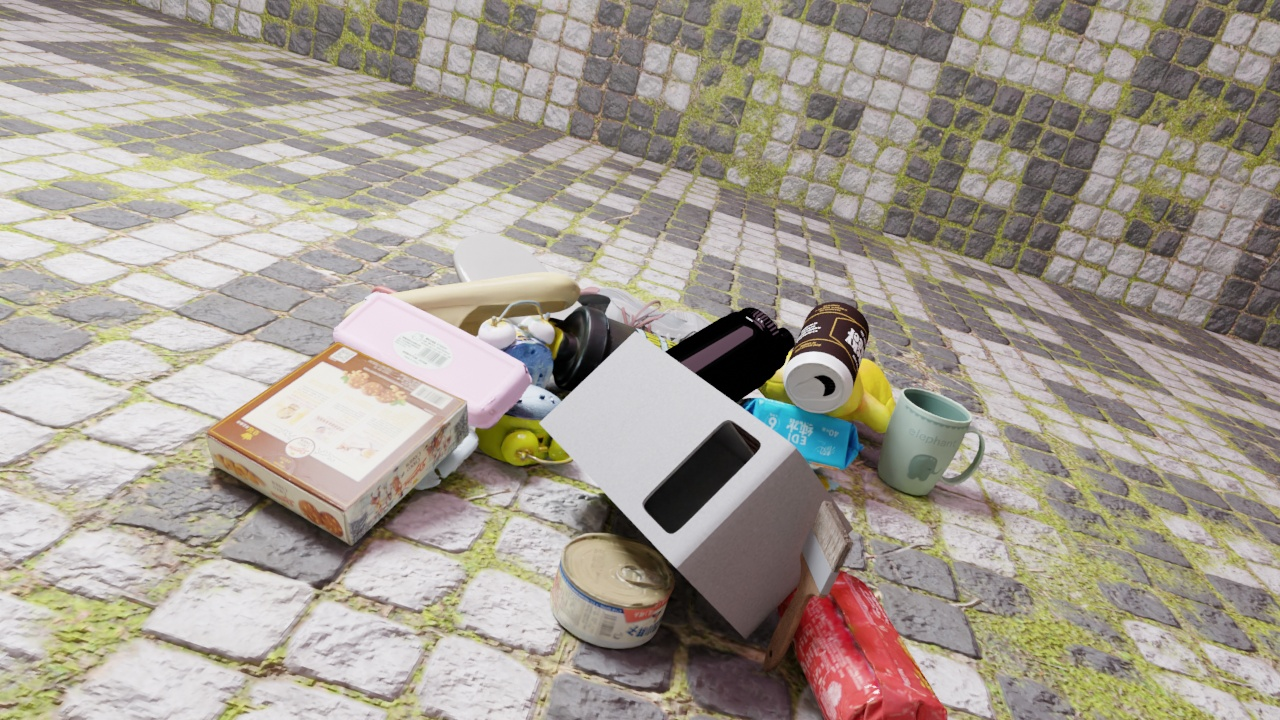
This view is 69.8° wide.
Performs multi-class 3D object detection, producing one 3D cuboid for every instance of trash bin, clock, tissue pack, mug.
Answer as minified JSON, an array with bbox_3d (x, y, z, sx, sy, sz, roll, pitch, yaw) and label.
[{"bbox_3d":[0.036,0.090,0.735,0.114,0.114,0.229,51,-8,-37],"label":"trash bin"},{"bbox_3d":[-0.108,0.063,0.863,0.083,0.057,0.119,-3,27,-44],"label":"clock"},{"bbox_3d":[0.156,0.080,0.990,0.144,0.061,0.093,16,-5,-8],"label":"tissue pack"},{"bbox_3d":[-0.131,-0.004,0.925,0.088,0.126,0.052,-5,36,-47],"label":"clock"},{"bbox_3d":[0.332,0.099,1.044,0.111,0.104,0.084,16,20,-1],"label":"mug"}]

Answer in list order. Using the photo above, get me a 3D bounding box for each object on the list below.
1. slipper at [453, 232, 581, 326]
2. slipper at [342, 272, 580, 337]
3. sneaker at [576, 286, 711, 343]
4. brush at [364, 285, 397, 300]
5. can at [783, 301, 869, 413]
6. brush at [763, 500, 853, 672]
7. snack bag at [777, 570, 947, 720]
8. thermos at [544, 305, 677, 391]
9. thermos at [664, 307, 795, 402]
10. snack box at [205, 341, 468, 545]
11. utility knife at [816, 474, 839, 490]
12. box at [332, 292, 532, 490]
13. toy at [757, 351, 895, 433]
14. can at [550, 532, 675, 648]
[{"bbox_3d":[-0.133,-0.049,1.134,0.266,0.081,0.112,39,48,17],"label":"slipper"},{"bbox_3d":[-0.189,-0.036,0.970,0.262,0.079,0.111,-10,-12,8],"label":"slipper"},{"bbox_3d":[-0.003,-0.033,1.146,0.236,0.099,0.089,22,19,36],"label":"sneaker"},{"bbox_3d":[-0.246,-0.038,1.058,0.172,0.041,0.030,24,39,13],"label":"brush"},{"bbox_3d":[0.198,-0.005,0.972,0.072,0.072,0.128,21,37,10],"label":"can"},{"bbox_3d":[0.111,0.166,0.641,0.008,0.143,0.045,9,30,-16],"label":"brush"},{"bbox_3d":[0.151,0.211,0.649,0.082,0.082,0.176,11,21,-14],"label":"snack bag"},{"bbox_3d":[-0.006,0.006,1.030,0.220,0.098,0.098,16,19,-24],"label":"thermos"},{"bbox_3d":[0.073,0.012,0.971,0.198,0.086,0.086,-31,44,-24],"label":"thermos"},{"bbox_3d":[-0.238,0.059,0.733,0.143,0.041,0.146,23,42,19],"label":"snack box"},{"bbox_3d":[0.138,0.117,0.979,0.159,0.017,0.030,17,29,-9],"label":"utility knife"},{"bbox_3d":[-0.216,0.022,0.833,0.201,0.037,0.152,25,54,25],"label":"box"},{"bbox_3d":[0.233,0.033,1.094,0.135,0.087,0.193,18,4,39],"label":"toy"},{"bbox_3d":[-0.021,0.168,0.677,0.086,0.043,0.086,14,21,-6],"label":"can"}]
